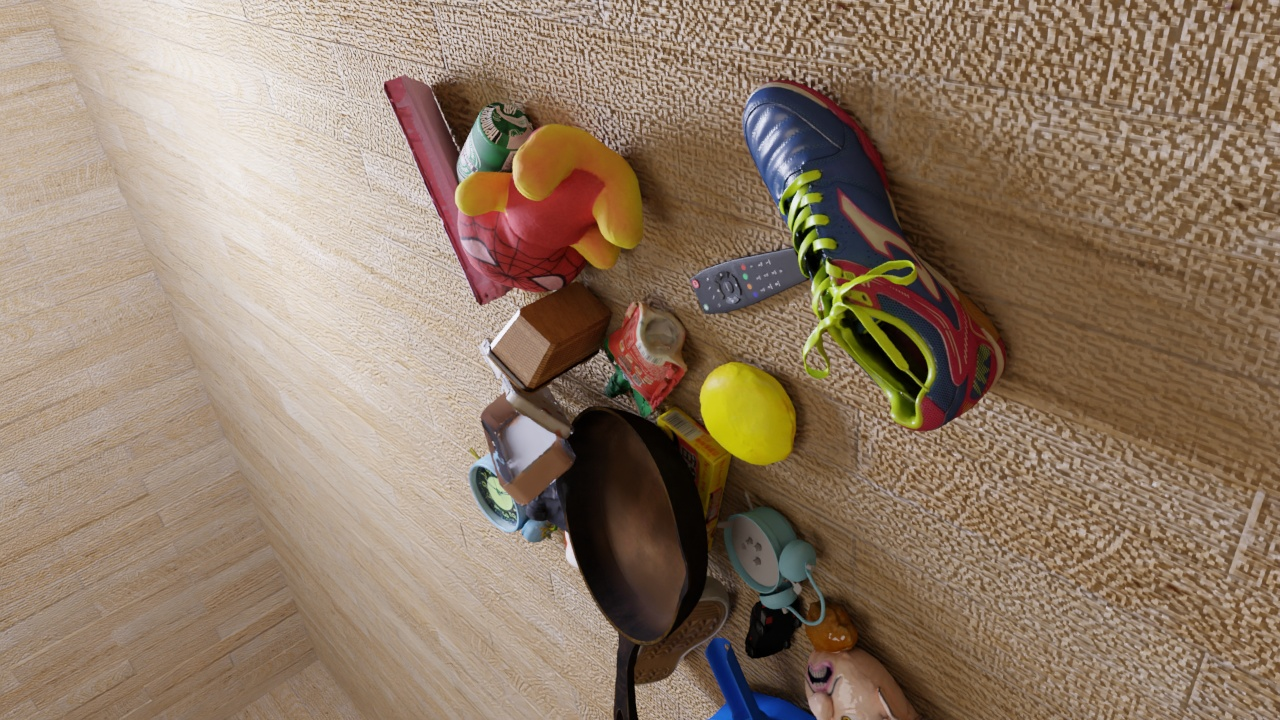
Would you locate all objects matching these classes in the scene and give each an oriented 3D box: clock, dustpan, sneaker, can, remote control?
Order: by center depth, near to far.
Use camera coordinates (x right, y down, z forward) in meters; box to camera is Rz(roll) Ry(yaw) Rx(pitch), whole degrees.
[{"bbox_3d":[0.127,-0.067,0.564,0.241,0.090,0.116,56,150,8],"label":"sneaker"},{"bbox_3d":[0.083,-0.062,0.703,0.125,0.010,0.039,-13,104,56],"label":"remote control"},{"bbox_3d":[0.118,0.180,0.806,0.123,0.041,0.088,50,145,30],"label":"clock"},{"bbox_3d":[-0.137,-0.196,0.858,0.053,0.053,0.101,57,147,5],"label":"can"},{"bbox_3d":[0.135,0.370,0.911,0.246,0.059,0.258,2,120,53],"label":"dustpan"},{"bbox_3d":[0.023,0.279,0.998,0.236,0.087,0.079,116,150,-48],"label":"sneaker"},{"bbox_3d":[-0.153,0.166,1.160,0.162,0.059,0.118,14,124,44],"label":"clock"}]

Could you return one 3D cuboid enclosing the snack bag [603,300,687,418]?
[{"bbox_3d":[-0.005,0.005,0.855,0.087,0.044,0.155,60,152,10],"label":"snack bag"}]

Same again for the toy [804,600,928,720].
[{"bbox_3d":[0.184,0.294,0.792,0.133,0.076,0.176,-31,80,57],"label":"toy"}]

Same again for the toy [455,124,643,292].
[{"bbox_3d":[-0.087,-0.126,0.800,0.147,0.098,0.217,35,155,-20],"label":"toy"}]

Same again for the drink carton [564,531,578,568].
[{"bbox_3d":[-0.071,0.185,1.091,0.069,0.038,0.122,19,122,39],"label":"drink carton"}]

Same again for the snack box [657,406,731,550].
[{"bbox_3d":[0.044,0.121,0.886,0.075,0.025,0.153,39,142,31],"label":"snack box"}]

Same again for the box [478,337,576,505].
[{"bbox_3d":[-0.130,0.063,0.948,0.108,0.095,0.216,-64,21,8],"label":"box"}]

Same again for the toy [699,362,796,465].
[{"bbox_3d":[0.088,0.045,0.753,0.094,0.041,0.096,40,142,21],"label":"toy"}]

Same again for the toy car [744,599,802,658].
[{"bbox_3d":[0.122,0.251,0.870,0.092,0.042,0.036,100,156,-46],"label":"toy car"}]

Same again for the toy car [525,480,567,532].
[{"bbox_3d":[-0.062,0.158,1.021,0.189,0.056,0.082,26,117,30],"label":"toy car"}]

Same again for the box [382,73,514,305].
[{"bbox_3d":[-0.196,-0.168,0.928,0.098,0.046,0.233,-85,-27,-77],"label":"box"}]

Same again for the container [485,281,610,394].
[{"bbox_3d":[-0.081,-0.026,0.869,0.063,0.113,0.061,44,132,12],"label":"container"}]

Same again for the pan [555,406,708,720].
[{"bbox_3d":[-0.005,0.215,0.893,0.249,0.043,0.356,22,117,56],"label":"pan"}]

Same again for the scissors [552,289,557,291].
[{"bbox_3d":[-0.104,-0.097,0.933,0.104,0.015,0.133,-8,112,52],"label":"scissors"}]
